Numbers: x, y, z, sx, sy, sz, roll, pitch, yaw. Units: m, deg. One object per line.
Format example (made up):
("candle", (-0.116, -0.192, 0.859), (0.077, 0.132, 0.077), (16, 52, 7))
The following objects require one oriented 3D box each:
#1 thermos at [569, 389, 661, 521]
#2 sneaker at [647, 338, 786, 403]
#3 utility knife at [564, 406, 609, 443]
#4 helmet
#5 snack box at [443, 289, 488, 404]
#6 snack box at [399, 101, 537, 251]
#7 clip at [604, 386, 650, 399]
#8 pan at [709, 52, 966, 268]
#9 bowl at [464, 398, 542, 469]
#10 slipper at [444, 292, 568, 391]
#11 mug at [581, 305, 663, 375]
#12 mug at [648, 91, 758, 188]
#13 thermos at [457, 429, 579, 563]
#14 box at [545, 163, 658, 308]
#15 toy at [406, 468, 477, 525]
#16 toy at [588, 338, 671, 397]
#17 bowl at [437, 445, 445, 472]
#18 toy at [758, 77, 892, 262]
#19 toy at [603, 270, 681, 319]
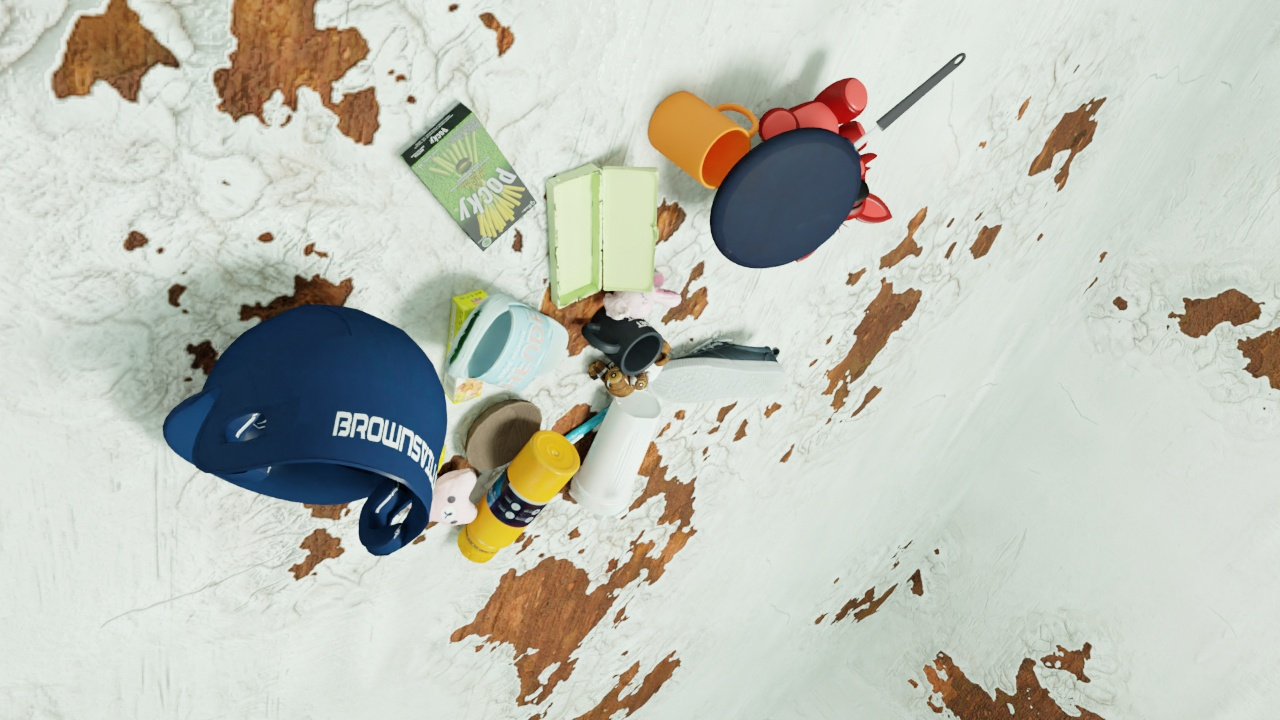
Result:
("thermos", (-0.037, 0.146, 1.380), (0.099, 0.099, 0.221), (-13, 139, -40))
("sneaker", (0.117, 0.009, 1.430), (0.235, 0.087, 0.089), (0, 138, -21))
("utility knife", (-0.071, 0.095, 1.373), (0.123, 0.015, 0.022), (-34, 150, -22))
("helmet", (-0.318, 0.060, 0.888), (0.273, 0.222, 0.232), (-23, 141, 19))
("snack box", (-0.206, -0.014, 1.090), (0.040, 0.029, 0.148), (-19, 139, -36))
("snack box", (-0.173, -0.185, 0.944), (0.080, 0.025, 0.147), (-43, 147, -4))
("clip", (-0.015, 0.050, 1.379), (0.054, 0.040, 0.102), (-30, 141, 0))
("pan", (0.237, -0.237, 1.086), (0.357, 0.021, 0.198), (-39, 138, 14))
("bowl", (-0.188, 0.092, 1.224), (0.117, 0.030, 0.118), (-29, 145, -24))
("slipper", (-0.139, -0.015, 1.079), (0.104, 0.074, 0.245), (-62, 161, 7))
("mug", (-0.032, -0.030, 1.221), (0.104, 0.077, 0.071), (-2, 127, -47))
("mug", (0.082, -0.267, 1.072), (0.112, 0.096, 0.078), (-36, 146, -15))
("thermos", (-0.171, 0.195, 1.282), (0.091, 0.076, 0.233), (-9, 146, -52))
("box", (-0.047, -0.150, 1.103), (0.140, 0.047, 0.188), (-9, 137, -9))
("toy", (-0.265, 0.190, 1.228), (0.095, 0.052, 0.099), (-12, 133, -23))
("toy", (-0.008, 0.007, 1.289), (0.112, 0.087, 0.067), (-43, 125, -17))
("bowl", (-0.286, 0.121, 1.112), (0.117, 0.067, 0.117), (-29, 144, -24))
("toy", (0.238, -0.247, 1.187), (0.158, 0.120, 0.197), (-26, 105, -15))
("toy", (0.001, -0.086, 1.210), (0.109, 0.063, 0.047), (-21, 139, -38))
